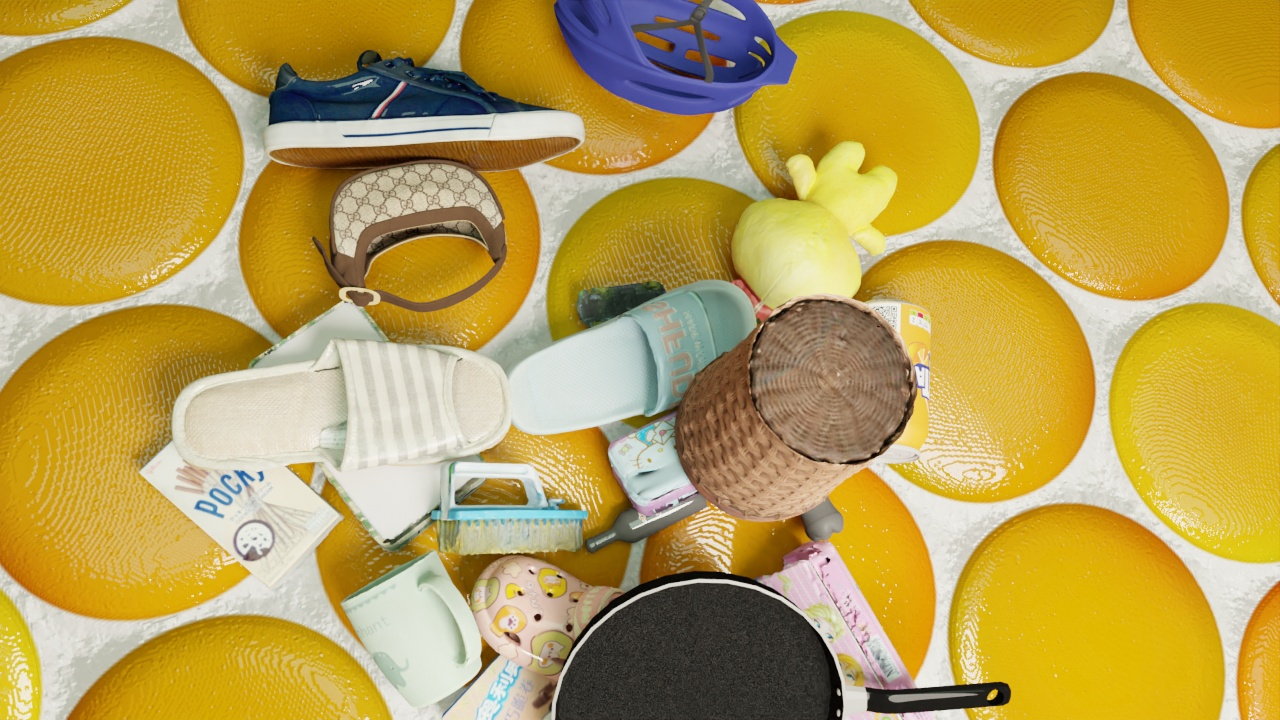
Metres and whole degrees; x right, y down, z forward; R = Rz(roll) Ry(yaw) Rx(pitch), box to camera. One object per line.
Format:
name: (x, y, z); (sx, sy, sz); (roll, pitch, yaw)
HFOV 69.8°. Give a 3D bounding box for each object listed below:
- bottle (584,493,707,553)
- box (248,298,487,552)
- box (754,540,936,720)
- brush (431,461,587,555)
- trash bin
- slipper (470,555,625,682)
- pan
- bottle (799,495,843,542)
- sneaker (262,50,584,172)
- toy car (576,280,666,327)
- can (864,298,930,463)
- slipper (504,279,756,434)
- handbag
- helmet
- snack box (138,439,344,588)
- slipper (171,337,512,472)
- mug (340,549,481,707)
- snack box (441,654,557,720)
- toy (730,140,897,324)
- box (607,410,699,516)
bottle: (0.003, 0.142, 0.816); (0.113, 0.030, 0.030); (-24, 79, -14)
box: (-0.235, 0.055, 0.800); (0.117, 0.050, 0.205); (-39, 83, -19)
box: (0.179, 0.270, 0.776); (0.076, 0.085, 0.230); (-27, 80, -12)
brush: (-0.104, 0.125, 0.777); (0.135, 0.055, 0.075); (7, 80, -36)
trash bin: (0.118, 0.036, 0.704); (0.151, 0.210, 0.151); (3, 73, -9)
slipper: (-0.040, 0.216, 0.752); (0.197, 0.082, 0.093); (32, 36, -5)
pan: (0.110, 0.266, 0.713); (0.356, 0.034, 0.225); (-3, 102, -4)
bottle: (0.147, 0.111, 0.838); (0.036, 0.036, 0.110); (-21, 67, -13)
sneaker: (-0.199, -0.246, 0.862); (0.294, 0.121, 0.127); (1, 87, -5)
toy car: (-0.017, -0.051, 0.870); (0.089, 0.027, 0.038); (-7, 83, -13)
can: (0.228, 0.019, 0.857); (0.079, 0.079, 0.142); (8, 73, -6)
slipper: (-0.005, 0.005, 0.820); (0.245, 0.074, 0.104); (-19, 99, -10)
handbag: (-0.204, -0.108, 0.828); (0.166, 0.063, 0.138); (-15, 65, -22)
helmet: (0.040, -0.336, 0.856); (0.241, 0.228, 0.147); (23, 63, -2)
snack box: (-0.337, 0.114, 0.780); (0.150, 0.026, 0.081); (40, 73, 4)
slipper: (-0.242, 0.040, 0.753); (0.272, 0.054, 0.114); (-3, 68, -8)
mug: (-0.170, 0.213, 0.732); (0.083, 0.112, 0.104); (-27, 88, -49)
snack box: (-0.079, 0.312, 0.754); (0.151, 0.034, 0.087); (43, 73, 5)
toy: (0.167, -0.122, 0.883); (0.134, 0.092, 0.207); (38, 70, 1)
box: (0.076, 0.065, 0.829); (0.214, 0.036, 0.076); (-24, 50, -15)
